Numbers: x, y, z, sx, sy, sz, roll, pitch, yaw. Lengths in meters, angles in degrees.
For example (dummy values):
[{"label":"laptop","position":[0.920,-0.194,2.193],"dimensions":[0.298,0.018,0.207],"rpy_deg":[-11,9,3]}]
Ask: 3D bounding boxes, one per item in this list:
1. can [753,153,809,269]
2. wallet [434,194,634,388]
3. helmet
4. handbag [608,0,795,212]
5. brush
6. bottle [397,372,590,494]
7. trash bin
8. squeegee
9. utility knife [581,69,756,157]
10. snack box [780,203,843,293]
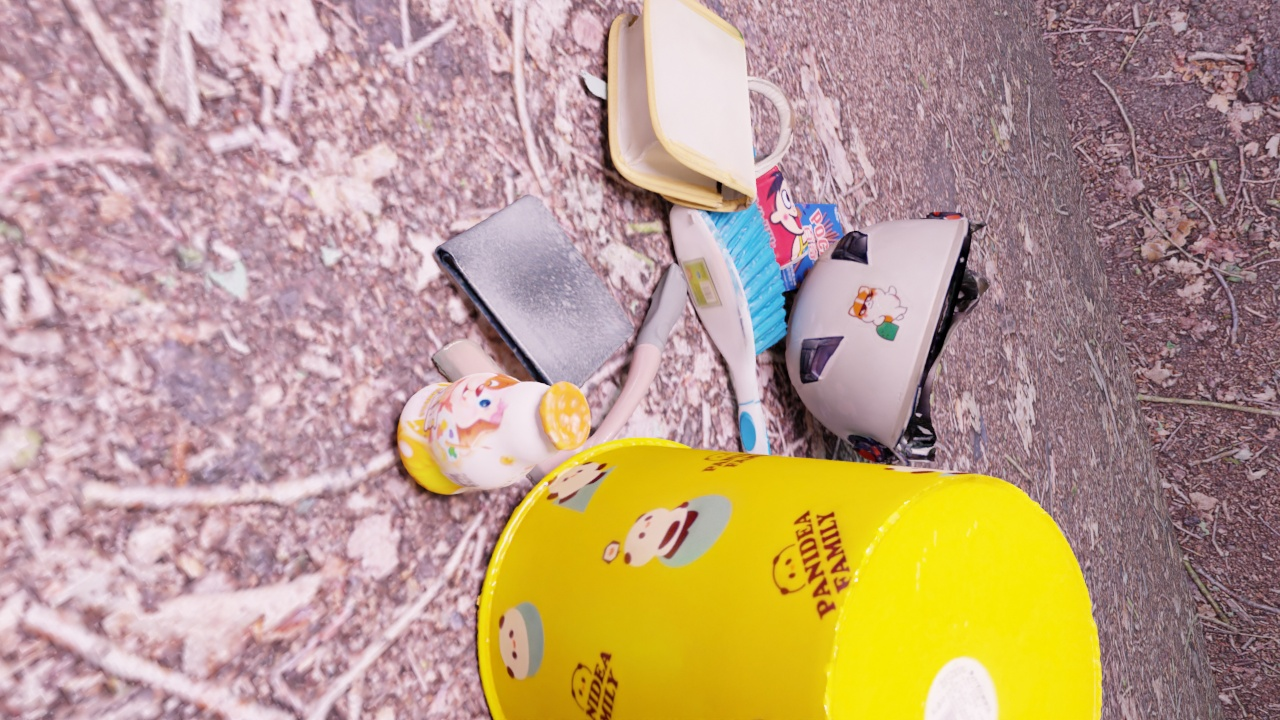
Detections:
[{"label":"can","position":[0.104,-0.128,0.813],"dimensions":[0.066,0.067,0.094],"rpy_deg":[-43,114,-49]},{"label":"wallet","position":[-0.063,-0.041,0.585],"dimensions":[0.121,0.019,0.097],"rpy_deg":[52,41,-7]},{"label":"helmet","position":[0.212,-0.027,0.835],"dimensions":[0.273,0.157,0.230],"rpy_deg":[21,86,-66]},{"label":"handbag","position":[0.056,-0.195,0.732],"dimensions":[0.178,0.063,0.163],"rpy_deg":[15,63,-37]},{"label":"brush","position":[0.092,0.000,0.781],"dimensions":[0.109,0.061,0.314],"rpy_deg":[-41,115,-44]},{"label":"bottle","position":[-0.078,0.037,0.491],"dimensions":[0.063,0.109,0.063],"rpy_deg":[21,64,-50]},{"label":"trash bin","position":[0.072,0.151,0.485],"dimensions":[0.229,0.256,0.229],"rpy_deg":[5,82,-34]},{"label":"squeegee","position":[-0.004,0.004,0.660],"dimensions":[0.248,0.040,0.248],"rpy_deg":[55,42,-28]},{"label":"utility knife","position":[0.031,-0.200,0.777],"dimensions":[0.237,0.018,0.034],"rpy_deg":[9,67,-51]},{"label":"snack box","position":[0.165,-0.114,0.924],"dimensions":[0.156,0.026,0.084],"rpy_deg":[-13,91,-53]}]
